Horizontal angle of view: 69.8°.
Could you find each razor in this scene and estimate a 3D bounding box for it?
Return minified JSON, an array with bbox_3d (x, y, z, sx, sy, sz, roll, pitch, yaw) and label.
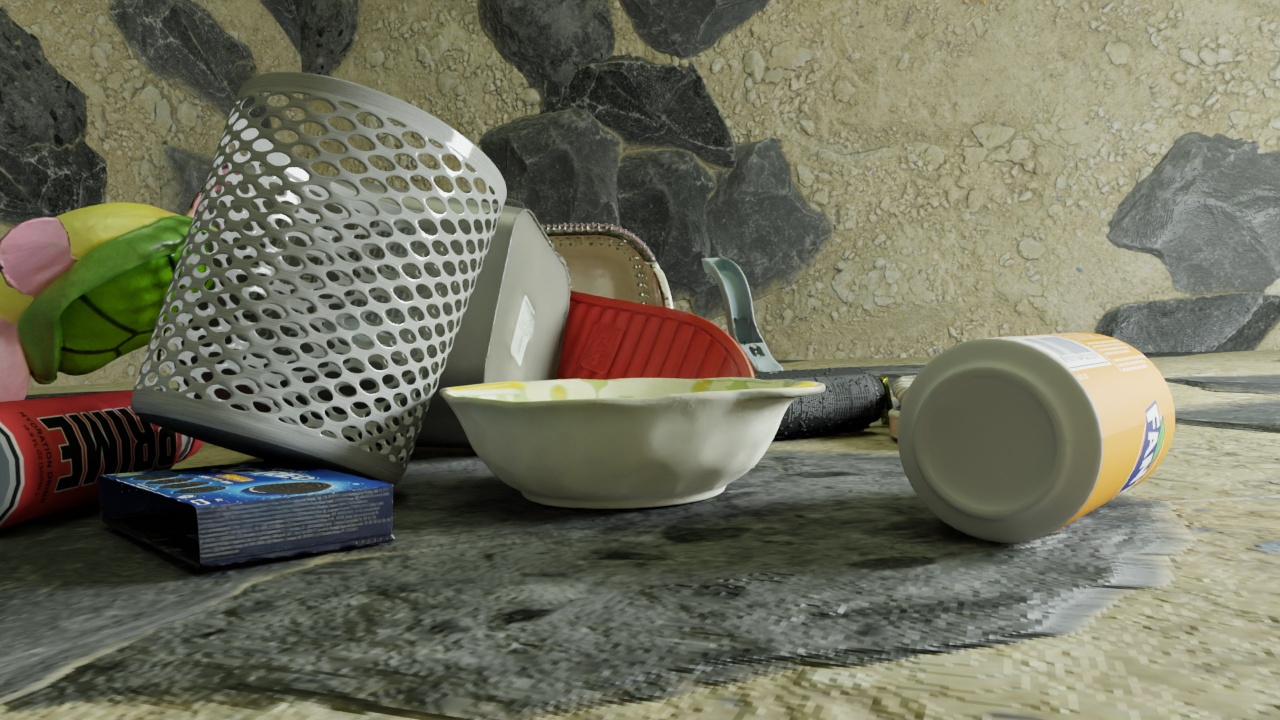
[{"bbox_3d":[0.162,0.044,0.780,0.106,0.042,0.026,-11,4,-2],"label":"razor"}]

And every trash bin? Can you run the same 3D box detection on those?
[{"bbox_3d":[-0.184,-0.028,0.682,0.220,0.197,0.197,5,-16,12],"label":"trash bin"},{"bbox_3d":[-0.175,-0.035,0.510,0.156,0.183,0.156,14,-14,3],"label":"trash bin"}]

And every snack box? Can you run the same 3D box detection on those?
[{"bbox_3d":[-0.182,0.065,0.417,0.082,0.027,0.150,-3,2,-43],"label":"snack box"}]

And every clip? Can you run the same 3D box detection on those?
[{"bbox_3d":[0.078,0.005,0.841,0.030,0.172,0.165,-4,-42,-16],"label":"clip"}]

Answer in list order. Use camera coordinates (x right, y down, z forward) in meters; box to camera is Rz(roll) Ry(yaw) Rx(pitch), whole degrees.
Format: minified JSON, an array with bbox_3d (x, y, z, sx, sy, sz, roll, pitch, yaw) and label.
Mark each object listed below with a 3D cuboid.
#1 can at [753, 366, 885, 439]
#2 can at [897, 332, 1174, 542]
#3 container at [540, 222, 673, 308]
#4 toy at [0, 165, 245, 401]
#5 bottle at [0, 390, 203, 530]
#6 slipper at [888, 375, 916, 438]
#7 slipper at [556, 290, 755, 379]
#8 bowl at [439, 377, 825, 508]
[{"bbox_3d":[0.124,0.033,0.720,0.137,0.054,0.054,-2,2,-25],"label":"can"},{"bbox_3d":[0.177,0.028,0.399,0.079,0.079,0.142,0,2,42],"label":"can"},{"bbox_3d":[-0.098,-0.036,0.869,0.251,0.185,0.143,-5,11,-1],"label":"container"},{"bbox_3d":[-0.323,-0.036,0.523,0.191,0.088,0.237,-16,23,51],"label":"toy"},{"bbox_3d":[-0.308,0.049,0.512,0.062,0.062,0.176,-2,2,6],"label":"bottle"},{"bbox_3d":[0.265,0.032,0.748,0.115,0.054,0.272,-7,-1,21],"label":"slipper"},{"bbox_3d":[-0.004,0.004,0.726,0.249,0.103,0.059,22,-5,38],"label":"slipper"},{"bbox_3d":[-0.010,0.042,0.496,0.220,0.060,0.188,0,2,29],"label":"bowl"}]
